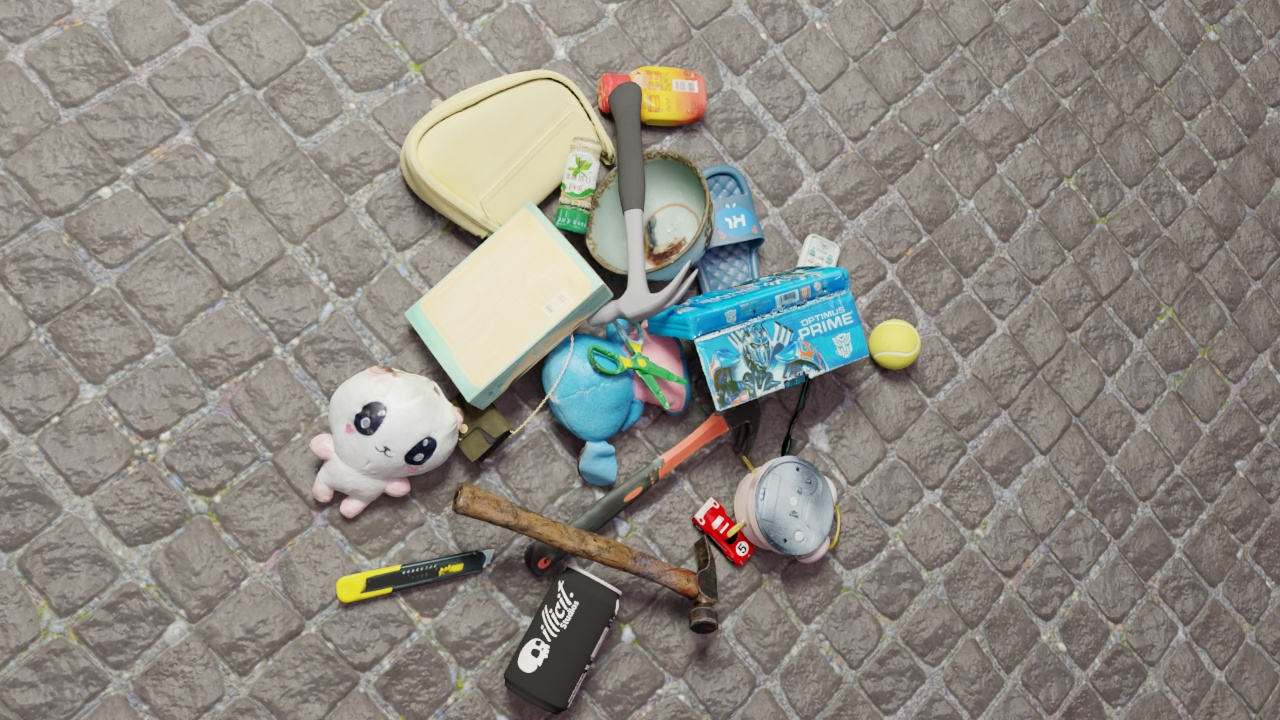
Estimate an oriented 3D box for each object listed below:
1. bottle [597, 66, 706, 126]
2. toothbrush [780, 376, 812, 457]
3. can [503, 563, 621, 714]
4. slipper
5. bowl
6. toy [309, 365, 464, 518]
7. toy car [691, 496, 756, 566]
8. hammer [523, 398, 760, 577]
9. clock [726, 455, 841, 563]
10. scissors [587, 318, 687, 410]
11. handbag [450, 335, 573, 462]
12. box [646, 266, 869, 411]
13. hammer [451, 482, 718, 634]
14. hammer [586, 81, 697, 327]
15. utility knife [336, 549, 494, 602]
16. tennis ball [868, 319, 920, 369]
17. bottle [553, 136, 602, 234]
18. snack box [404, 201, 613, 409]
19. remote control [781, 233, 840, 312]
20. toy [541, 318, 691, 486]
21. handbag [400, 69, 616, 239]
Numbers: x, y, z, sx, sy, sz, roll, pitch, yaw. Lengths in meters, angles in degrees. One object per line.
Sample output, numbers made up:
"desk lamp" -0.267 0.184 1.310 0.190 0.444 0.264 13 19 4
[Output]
"bottle" 0.013 -0.334 1.157 0.134 0.048 0.071 -1 82 -17
"toothbrush" 0.213 0.041 1.180 0.017 0.014 0.187 26 75 -25
"can" -0.085 0.307 1.016 0.080 0.080 0.145 32 74 -10
"slipper" 0.108 -0.143 1.153 0.103 0.059 0.213 -6 86 -16
"bowl" 0.024 -0.158 1.098 0.160 0.094 0.159 -9 70 24
"toy" -0.282 0.088 0.989 0.139 0.101 0.179 36 93 -22
"toy car" 0.102 0.208 1.115 0.089 0.025 0.038 45 72 -6
"hammer" 0.004 0.139 1.072 0.332 0.033 0.133 -35 128 -12
"clock" 0.186 0.183 1.117 0.157 0.059 0.116 20 70 -23
"scissors" 0.002 -0.003 1.036 0.131 0.012 0.112 22 58 -19
"handbag" -0.143 0.029 1.018 0.178 0.027 0.084 -44 72 9
"box" 0.143 -0.032 1.081 0.242 0.114 0.114 -18 106 -30
"hammer" -0.052 0.198 1.008 0.330 0.033 0.119 26 38 -23
"hammer" -0.006 -0.189 1.050 0.125 0.029 0.310 -11 67 20
"utility knife" -0.245 0.235 1.012 0.173 0.020 0.028 -10 87 -19
"tennis ball" 0.331 -0.021 1.197 0.065 0.065 0.065 3 81 -16
"bottle" -0.072 -0.204 1.069 0.042 0.043 0.110 11 96 -15
"snack box" -0.148 -0.062 1.011 0.193 0.044 0.141 -42 66 2
"remote control" 0.220 -0.098 1.198 0.050 0.022 0.133 23 76 -13
"toy" -0.024 0.031 1.075 0.191 0.099 0.224 -14 94 -29
"handbag" -0.157 -0.247 1.083 0.232 0.089 0.191 -45 111 -18
